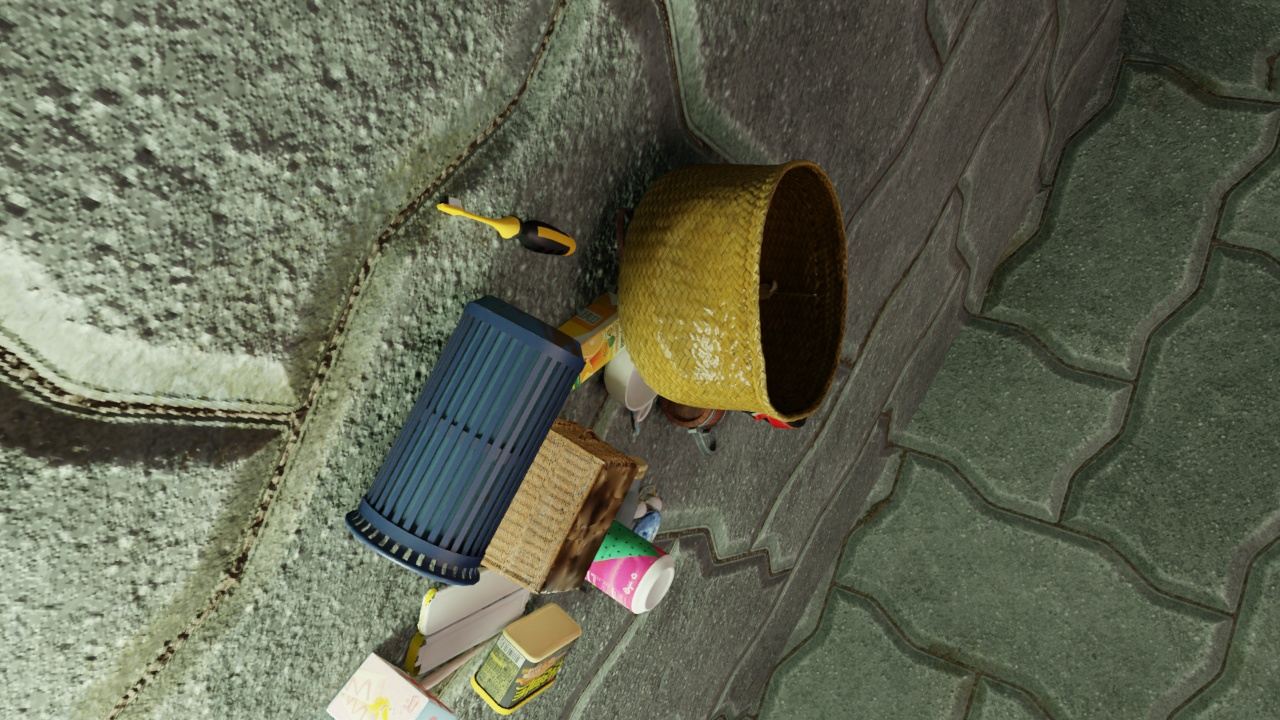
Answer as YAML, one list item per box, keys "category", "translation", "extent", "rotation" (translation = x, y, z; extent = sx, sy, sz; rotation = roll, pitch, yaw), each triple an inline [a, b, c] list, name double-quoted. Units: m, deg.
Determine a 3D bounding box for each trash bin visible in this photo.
- category: "trash bin"
  translation: [-0.159, 0.070, 0.878]
  extent: [0.249, 0.139, 0.139]
  rotation: [-62, 154, -2]

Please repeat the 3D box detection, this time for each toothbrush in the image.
- category: "toothbrush"
  translation: [-0.122, -0.126, 0.875]
  extent: [0.196, 0.031, 0.031]
  rotation: [9, 76, -59]
- category: "toothbrush"
  translation: [-0.228, 0.389, 1.200]
  extent: [0.180, 0.016, 0.018]
  rotation: [-20, 138, -54]

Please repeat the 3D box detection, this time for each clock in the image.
- category: "clock"
  translation: [-0.006, 0.248, 1.415]
  extent: [0.088, 0.052, 0.125]
  rotation: [1, 114, -60]

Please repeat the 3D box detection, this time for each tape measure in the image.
- category: "tape measure"
  translation: [-0.076, 0.314, 1.375]
  extent: [0.065, 0.036, 0.059]
  rotation: [-56, 163, -18]

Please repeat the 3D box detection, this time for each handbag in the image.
- category: "handbag"
  translation: [-0.011, -0.130, 1.075]
  extent: [0.055, 0.029, 0.120]
  rotation: [-47, 145, -31]

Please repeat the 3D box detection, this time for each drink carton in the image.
- category: "drink carton"
  translation: [-0.056, -0.026, 1.073]
  extent: [0.122, 0.041, 0.058]
  rotation: [-40, 147, -37]

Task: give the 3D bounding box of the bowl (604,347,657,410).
- category: "bowl"
  translation: [-0.007, 0.007, 1.179]
  extent: [0.104, 0.054, 0.105]
  rotation: [-41, 148, -33]

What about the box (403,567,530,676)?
- category: "box"
  translation: [-0.205, 0.309, 1.156]
  extent: [0.209, 0.023, 0.127]
  rotation: [-12, 128, -56]

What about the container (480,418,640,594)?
- category: "container"
  translation: [-0.103, 0.175, 1.105]
  extent: [0.198, 0.113, 0.113]
  rotation: [-64, 153, 3]

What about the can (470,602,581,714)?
- category: "can"
  translation: [-0.153, 0.405, 1.258]
  extent: [0.130, 0.072, 0.101]
  rotation: [-10, 134, -61]

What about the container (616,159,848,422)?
- category: "container"
  translation: [0.112, -0.085, 1.083]
  extent: [0.306, 0.197, 0.307]
  rotation: [-19, 112, -57]

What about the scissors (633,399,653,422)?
- category: "scissors"
  translation: [0.019, 0.029, 1.280]
  extent: [0.128, 0.011, 0.125]
  rotation: [-62, 160, -15]

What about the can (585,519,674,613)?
- category: "can"
  translation: [-0.040, 0.264, 1.240]
  extent: [0.088, 0.166, 0.088]
  rotation: [-42, 147, -35]

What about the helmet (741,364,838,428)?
- category: "helmet"
  translation: [0.211, -0.008, 1.411]
  extent: [0.271, 0.167, 0.217]
  rotation: [-32, 123, -63]

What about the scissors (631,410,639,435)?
- category: "scissors"
  translation: [-0.006, 0.062, 1.278]
  extent: [0.056, 0.015, 0.137]
  rotation: [-47, 146, -32]

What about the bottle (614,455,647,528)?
- category: "bottle"
  translation: [-0.032, 0.215, 1.326]
  extent: [0.072, 0.046, 0.161]
  rotation: [-95, -156, -72]

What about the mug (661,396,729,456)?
- category: "mug"
  translation: [0.089, 0.083, 1.373]
  extent: [0.111, 0.082, 0.117]
  rotation: [21, 60, -67]

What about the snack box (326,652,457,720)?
- category: "snack box"
  translation: [-0.276, 0.395, 1.029]
  extent: [0.079, 0.095, 0.093]
  rotation: [-51, 151, -20]
